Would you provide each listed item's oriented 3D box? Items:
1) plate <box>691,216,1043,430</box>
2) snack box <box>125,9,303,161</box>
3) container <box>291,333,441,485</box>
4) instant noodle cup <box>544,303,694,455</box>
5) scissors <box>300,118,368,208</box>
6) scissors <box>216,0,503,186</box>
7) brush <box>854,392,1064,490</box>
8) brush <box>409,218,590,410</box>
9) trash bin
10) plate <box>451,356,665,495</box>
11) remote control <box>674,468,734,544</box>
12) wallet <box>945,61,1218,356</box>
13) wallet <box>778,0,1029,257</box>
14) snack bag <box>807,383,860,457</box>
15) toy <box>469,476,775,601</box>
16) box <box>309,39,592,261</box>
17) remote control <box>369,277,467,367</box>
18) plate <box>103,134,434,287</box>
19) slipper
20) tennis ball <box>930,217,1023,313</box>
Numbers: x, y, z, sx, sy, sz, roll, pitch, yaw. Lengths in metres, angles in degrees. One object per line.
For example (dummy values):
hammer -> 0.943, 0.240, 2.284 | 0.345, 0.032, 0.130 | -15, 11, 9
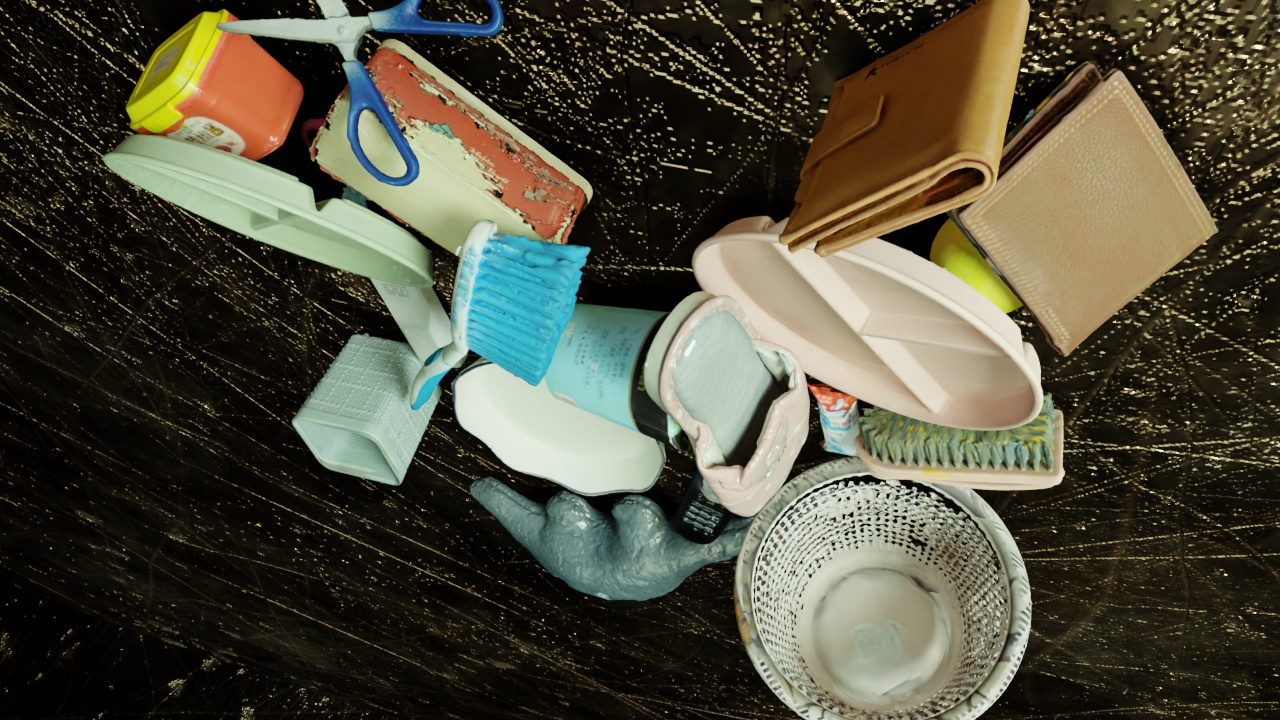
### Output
plate -> 0.139, -0.022, 0.577 | 0.229, 0.028, 0.230 | 27, 168, 6
snack box -> -0.282, -0.177, 0.616 | 0.091, 0.081, 0.080 | -10, 149, 39
container -> -0.252, 0.043, 0.872 | 0.090, 0.111, 0.090 | 11, 144, 15
instant noodle cup -> -0.004, 0.004, 0.700 | 0.120, 0.111, 0.111 | 15, 147, 26
scissors -> -0.207, -0.129, 0.696 | 0.093, 0.017, 0.138 | 11, 150, 3
scissors -> -0.159, -0.185, 0.531 | 0.162, 0.012, 0.176 | -18, 97, 8
brush -> 0.231, 0.064, 0.674 | 0.146, 0.063, 0.073 | -3, 135, 28
brush -> -0.118, -0.010, 0.679 | 0.109, 0.060, 0.315 | 23, 152, -3
trash bin -> 0.207, 0.220, 0.802 | 0.228, 0.227, 0.192 | 8, 157, 19
plate -> -0.072, 0.053, 0.847 | 0.205, 0.045, 0.205 | 15, 145, 11
remote control -> 0.071, 0.126, 0.874 | 0.053, 0.024, 0.137 | 25, 130, 3
wallet -> 0.225, -0.072, 0.472 | 0.101, 0.032, 0.124 | -44, 116, 9
wallet -> 0.125, -0.111, 0.434 | 0.108, 0.131, 0.031 | -19, 126, 45
snack bag -> 0.159, 0.049, 0.731 | 0.048, 0.026, 0.104 | 14, 147, 25
toy -> -0.025, 0.196, 0.994 | 0.357, 0.091, 0.138 | 1, 114, 26
box -> -0.126, -0.119, 0.607 | 0.168, 0.076, 0.092 | 34, 145, -19
remote control -> -0.194, -0.038, 0.805 | 0.049, 0.024, 0.125 | 9, 143, 21
plate -> -0.255, -0.104, 0.655 | 0.230, 0.027, 0.230 | 18, 174, 2
slipper -> 0.078, 0.042, 0.660 | 0.054, 0.114, 0.274 | 29, 166, 32
tennis ball -> 0.200, -0.058, 0.524 | 0.065, 0.065, 0.066 | 15, 146, 10
